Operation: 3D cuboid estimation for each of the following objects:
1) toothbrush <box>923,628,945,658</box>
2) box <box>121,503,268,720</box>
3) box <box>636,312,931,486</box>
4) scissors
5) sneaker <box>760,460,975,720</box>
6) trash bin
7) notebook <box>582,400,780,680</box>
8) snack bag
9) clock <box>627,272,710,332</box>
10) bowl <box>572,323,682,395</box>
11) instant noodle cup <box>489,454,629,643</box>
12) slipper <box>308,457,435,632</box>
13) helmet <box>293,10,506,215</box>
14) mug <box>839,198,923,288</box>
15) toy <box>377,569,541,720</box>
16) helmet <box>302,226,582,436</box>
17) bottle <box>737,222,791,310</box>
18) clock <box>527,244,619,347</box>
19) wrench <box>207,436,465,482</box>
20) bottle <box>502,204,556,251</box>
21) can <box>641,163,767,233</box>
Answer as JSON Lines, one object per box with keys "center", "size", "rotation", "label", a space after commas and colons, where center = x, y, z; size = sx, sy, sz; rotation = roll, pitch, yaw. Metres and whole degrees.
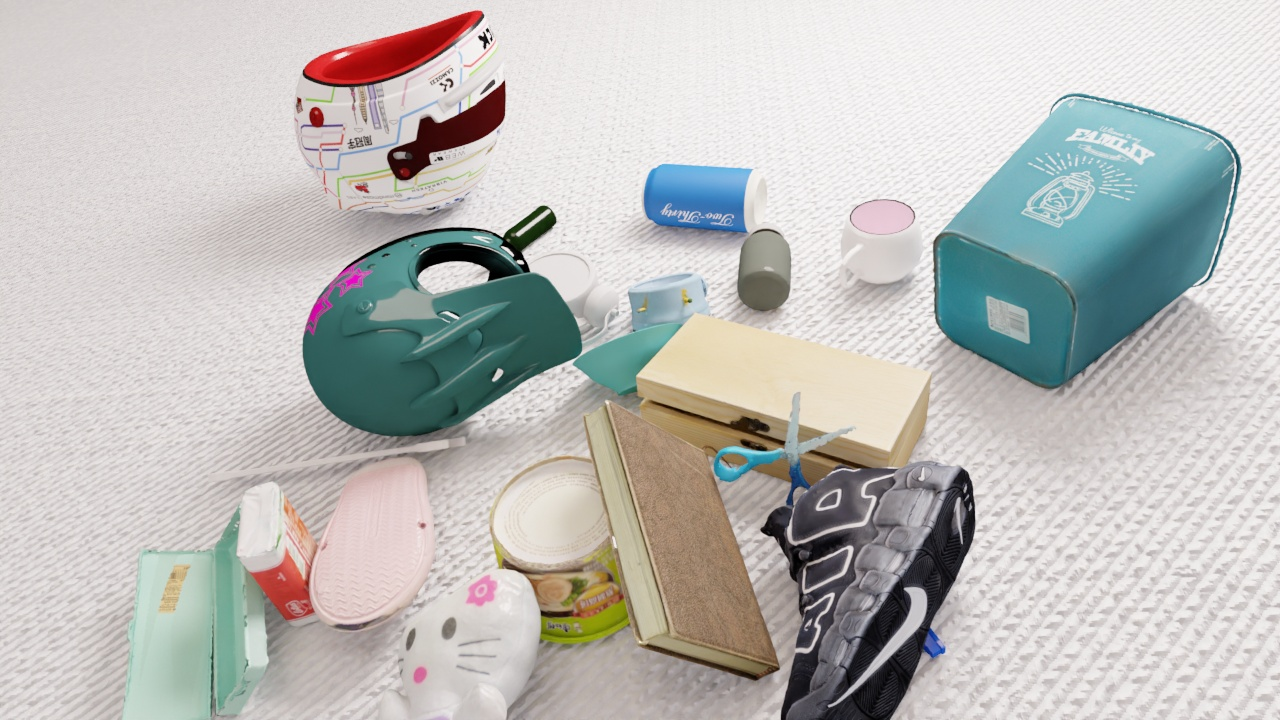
{"center": [0.185, 0.174, 0.762], "size": [0.011, 0.016, 0.186], "rotation": [-26, 41, -13], "label": "toothbrush"}
{"center": [-0.382, 0.214, 0.794], "size": [0.112, 0.078, 0.187], "rotation": [0, 36, -22], "label": "box"}
{"center": [0.134, 0.037, 0.873], "size": [0.249, 0.092, 0.127], "rotation": [17, 52, 27], "label": "box"}
{"center": [0.131, 0.088, 0.791], "size": [0.128, 0.127, 0.014], "rotation": [-29, 19, 19], "label": "scissors"}
{"center": [0.144, 0.172, 0.711], "size": [0.151, 0.097, 0.251], "rotation": [11, 54, 44], "label": "sneaker"}
{"center": [0.419, -0.109, 0.900], "size": [0.218, 0.199, 0.196], "rotation": [-38, 47, -18], "label": "trash bin"}
{"center": [0.044, 0.145, 0.741], "size": [0.035, 0.190, 0.215], "rotation": [-38, 46, 23], "label": "notebook"}
{"center": [-0.311, 0.171, 0.802], "size": [0.036, 0.116, 0.077], "rotation": [-15, 44, -5], "label": "snack bag"}
{"center": [0.031, -0.068, 1.023], "size": [0.089, 0.052, 0.124], "rotation": [-12, 13, 9], "label": "clock"}
{"center": [-0.006, 0.006, 0.949], "size": [0.121, 0.121, 0.046], "rotation": [-18, 81, -8], "label": "bowl"}
{"center": [-0.059, 0.153, 0.775], "size": [0.146, 0.098, 0.146], "rotation": [-7, 41, 6], "label": "instant noodle cup"}
{"center": [-0.236, 0.161, 0.841], "size": [0.107, 0.056, 0.221], "rotation": [-13, 31, -2], "label": "slipper"}
{"center": [-0.310, -0.319, 1.255], "size": [0.315, 0.236, 0.230], "rotation": [-11, 37, 12], "label": "helmet"}
{"center": [0.260, -0.121, 1.024], "size": [0.090, 0.076, 0.123], "rotation": [28, 55, 36], "label": "mug"}
{"center": [-0.133, 0.261, 0.672], "size": [0.138, 0.085, 0.208], "rotation": [-28, 38, 35], "label": "toy"}
{"center": [-0.208, -0.026, 0.942], "size": [0.275, 0.176, 0.200], "rotation": [-23, 40, -1], "label": "helmet"}
{"center": [0.143, -0.110, 1.051], "size": [0.060, 0.060, 0.108], "rotation": [-1, 42, 11], "label": "bottle"}
{"center": [-0.089, -0.064, 1.060], "size": [0.120, 0.061, 0.159], "rotation": [-19, 47, -9], "label": "clock"}
{"center": [-0.313, 0.102, 0.941], "size": [0.273, 0.009, 0.047], "rotation": [-9, -3, 6], "label": "wrench"}
{"center": [-0.161, -0.159, 1.198], "size": [0.033, 0.033, 0.122], "rotation": [24, 53, 33], "label": "bottle"}
{"center": [0.081, -0.205, 1.158], "size": [0.146, 0.079, 0.078], "rotation": [8, 45, 21], "label": "can"}
